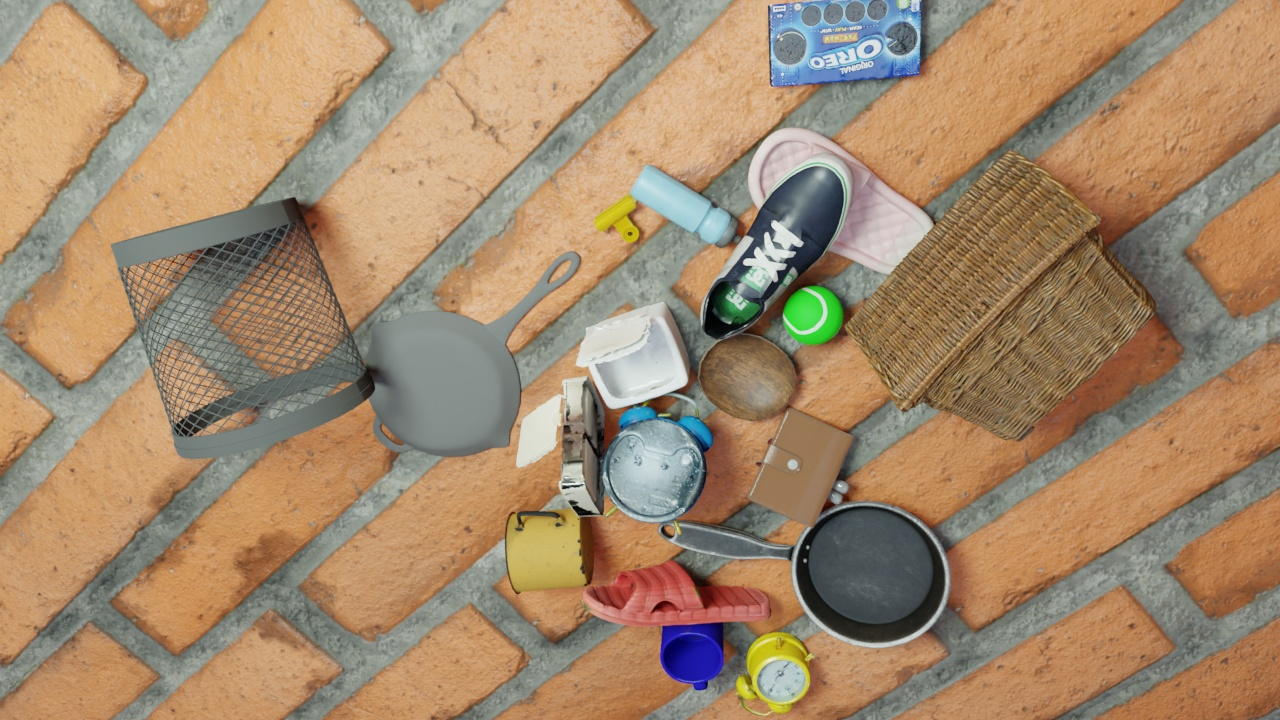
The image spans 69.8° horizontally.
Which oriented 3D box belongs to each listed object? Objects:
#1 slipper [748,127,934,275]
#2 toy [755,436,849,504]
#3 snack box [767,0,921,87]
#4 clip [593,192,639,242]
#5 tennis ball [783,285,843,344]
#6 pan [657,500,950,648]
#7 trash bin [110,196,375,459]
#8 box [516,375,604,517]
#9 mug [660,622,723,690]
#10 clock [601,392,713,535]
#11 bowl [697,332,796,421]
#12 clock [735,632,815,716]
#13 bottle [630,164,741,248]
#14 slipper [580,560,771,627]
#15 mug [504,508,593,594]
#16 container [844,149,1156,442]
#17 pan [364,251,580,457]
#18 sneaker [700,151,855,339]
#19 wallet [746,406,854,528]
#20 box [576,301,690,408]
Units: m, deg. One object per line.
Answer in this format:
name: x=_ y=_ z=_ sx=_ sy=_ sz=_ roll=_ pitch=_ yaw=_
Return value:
slipper: x=0.214 y=-0.161 z=0.976 sx=0.221 sy=0.055 sz=0.107 roll=29 pitch=113 yaw=-8
toy: x=0.197 y=0.135 z=1.105 sx=0.112 sy=0.030 sz=0.049 roll=29 pitch=112 yaw=10
snack box: x=0.205 y=-0.323 z=0.927 sx=0.150 sy=0.027 sz=0.082 roll=-4 pitch=112 yaw=7
clip: x=-0.021 y=-0.156 z=1.020 sx=0.054 sy=0.044 sz=0.049 roll=-33 pitch=147 yaw=15
tennis ball: x=0.191 y=-0.050 z=1.016 sx=0.065 sy=0.065 sz=0.065 roll=2 pitch=112 yaw=4
pan: x=0.198 y=0.243 z=1.138 sx=0.357 sy=0.055 sz=0.187 roll=12 pitch=103 yaw=14
trash bin: x=-0.432 y=-0.043 z=1.000 sx=0.218 sy=0.217 sz=0.227 roll=-12 pitch=106 yaw=9
box: x=-0.093 y=0.078 z=1.014 sx=0.070 sy=0.143 sz=0.187 roll=-7 pitch=147 yaw=9
mug: x=0.070 y=0.370 z=1.183 sx=0.079 sy=0.083 sz=0.111 roll=-9 pitch=110 yaw=8
clock: x=0.022 y=0.111 z=1.043 sx=0.117 sy=0.060 sz=0.161 roll=14 pitch=74 yaw=11
bowl: x=0.123 y=0.015 z=1.069 sx=0.114 sy=0.026 sz=0.102 roll=34 pitch=110 yaw=-9
clock: x=0.176 y=0.415 z=1.205 sx=0.083 sy=0.057 sz=0.119 roll=27 pitch=105 yaw=-6
bottle: x=0.053 y=-0.164 z=0.997 sx=0.130 sy=0.040 sz=0.040 roll=30 pitch=111 yaw=-7
slipper: x=0.047 y=0.283 z=1.133 sx=0.248 sy=0.103 sz=0.059 roll=5 pitch=96 yaw=-19
mug: x=-0.111 y=0.225 z=1.129 sx=0.094 sy=0.100 sz=0.124 roll=-6 pitch=130 yaw=5
container: x=0.377 y=-0.048 z=0.939 sx=0.183 sy=0.162 sz=0.250 roll=28 pitch=115 yaw=-26
pan: x=-0.198 y=-0.005 z=1.091 sx=0.355 sy=0.024 sz=0.216 roll=-42 pitch=103 yaw=18
sneaker: x=0.137 y=-0.108 z=0.954 sx=0.084 sy=0.078 sz=0.236 roll=36 pitch=127 yaw=1
wallet: x=0.188 y=0.126 z=1.084 sx=0.087 sy=0.013 sz=0.121 roll=24 pitch=91 yaw=11
box: x=-0.010 y=-0.001 z=1.017 sx=0.109 sy=0.136 sz=0.121 roll=-19 pitch=110 yaw=9
